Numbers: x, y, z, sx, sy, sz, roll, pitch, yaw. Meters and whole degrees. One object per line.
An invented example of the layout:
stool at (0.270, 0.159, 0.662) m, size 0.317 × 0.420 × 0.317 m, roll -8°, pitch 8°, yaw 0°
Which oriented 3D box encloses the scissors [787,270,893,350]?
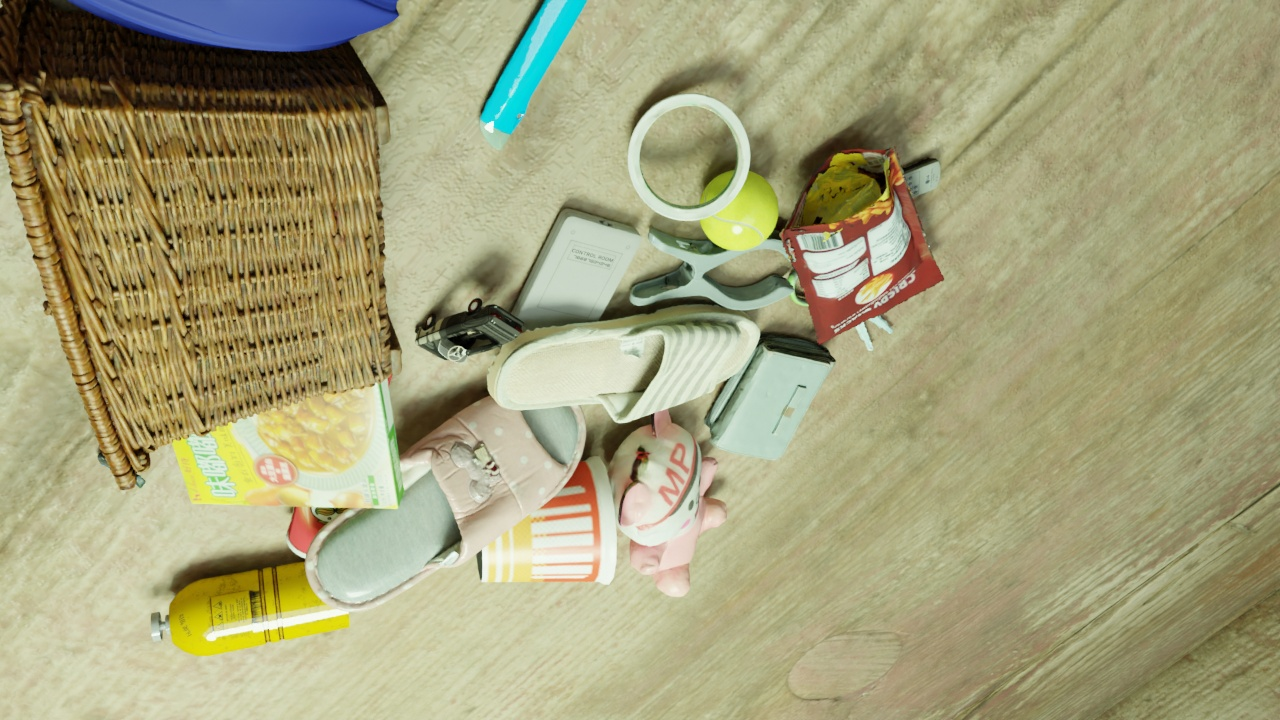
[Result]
scissors at (0.201, -0.053, 0.916) m, size 0.093 × 0.032 × 0.175 m, roll -37°, pitch 132°, yaw 4°

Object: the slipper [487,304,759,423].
slipper at (-0.005, 0.005, 0.816) m, size 0.272 × 0.054 × 0.115 m, roll -7°, pitch 140°, yaw -31°

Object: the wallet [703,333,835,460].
wallet at (0.133, 0.037, 0.938) m, size 0.100 × 0.054 × 0.132 m, roll 6°, pitch 121°, yaw -32°

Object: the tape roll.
tape roll at (0.037, -0.155, 0.700) m, size 0.094 × 0.018 × 0.094 m, roll 0°, pitch 108°, yaw 1°

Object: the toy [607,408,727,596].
toy at (0.023, 0.146, 0.944) m, size 0.141 × 0.084 × 0.213 m, roll -58°, pitch 149°, yaw -24°

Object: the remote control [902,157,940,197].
remote control at (0.209, -0.147, 0.830) m, size 0.136 × 0.013 × 0.033 m, roll -23°, pitch 138°, yaw -6°

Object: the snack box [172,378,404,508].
snack box at (-0.276, 0.058, 0.711) m, size 0.168 × 0.027 × 0.132 m, roll 2°, pitch 124°, yaw -1°

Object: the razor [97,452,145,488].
razor at (-0.380, 0.031, 0.691) m, size 0.043 × 0.022 × 0.144 m, roll 28°, pitch 118°, yaw 8°

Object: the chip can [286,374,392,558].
chip can at (-0.254, 0.077, 0.772) m, size 0.051 × 0.051 × 0.215 m, roll 4°, pitch 127°, yaw -30°

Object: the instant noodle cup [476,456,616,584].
instant noodle cup at (-0.097, 0.159, 0.887) m, size 0.121 × 0.123 × 0.124 m, roll -3°, pitch 131°, yaw -15°

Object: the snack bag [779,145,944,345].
snack bag at (0.201, -0.091, 0.828) m, size 0.139 × 0.066 × 0.208 m, roll -35°, pitch 142°, yaw 5°

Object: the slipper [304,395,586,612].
slipper at (-0.160, 0.116, 0.791) m, size 0.274 × 0.054 × 0.114 m, roll -36°, pitch 98°, yaw -17°

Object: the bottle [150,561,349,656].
bottle at (-0.357, 0.228, 0.844) m, size 0.163 × 0.071 × 0.071 m, roll -6°, pitch 132°, yaw -22°

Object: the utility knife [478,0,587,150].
utility knife at (-0.060, -0.224, 0.622) m, size 0.031 × 0.015 × 0.186 m, roll 16°, pitch 123°, yaw -40°

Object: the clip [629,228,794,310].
clip at (0.076, -0.096, 0.801) m, size 0.163 × 0.028 × 0.115 m, roll -4°, pitch 130°, yaw -26°

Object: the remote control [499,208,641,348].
remote control at (-0.063, -0.055, 0.772) m, size 0.074 × 0.019 × 0.151 m, roll 11°, pitch 123°, yaw -34°

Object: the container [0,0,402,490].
container at (-0.249, -0.082, 0.553) m, size 0.183 × 0.162 × 0.250 m, roll -11°, pitch 131°, yaw -23°

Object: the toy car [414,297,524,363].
toy car at (-0.138, -0.020, 0.734) m, size 0.092 × 0.037 × 0.040 m, roll -14°, pitch 148°, yaw 34°

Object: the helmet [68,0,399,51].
helmet at (-0.207, -0.260, 0.416) m, size 0.241 × 0.147 × 0.228 m, roll 8°, pitch 130°, yaw -32°

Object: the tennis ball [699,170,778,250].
tennis ball at (0.080, -0.123, 0.750) m, size 0.065 × 0.065 × 0.065 m, roll -14°, pitch 134°, yaw -15°
